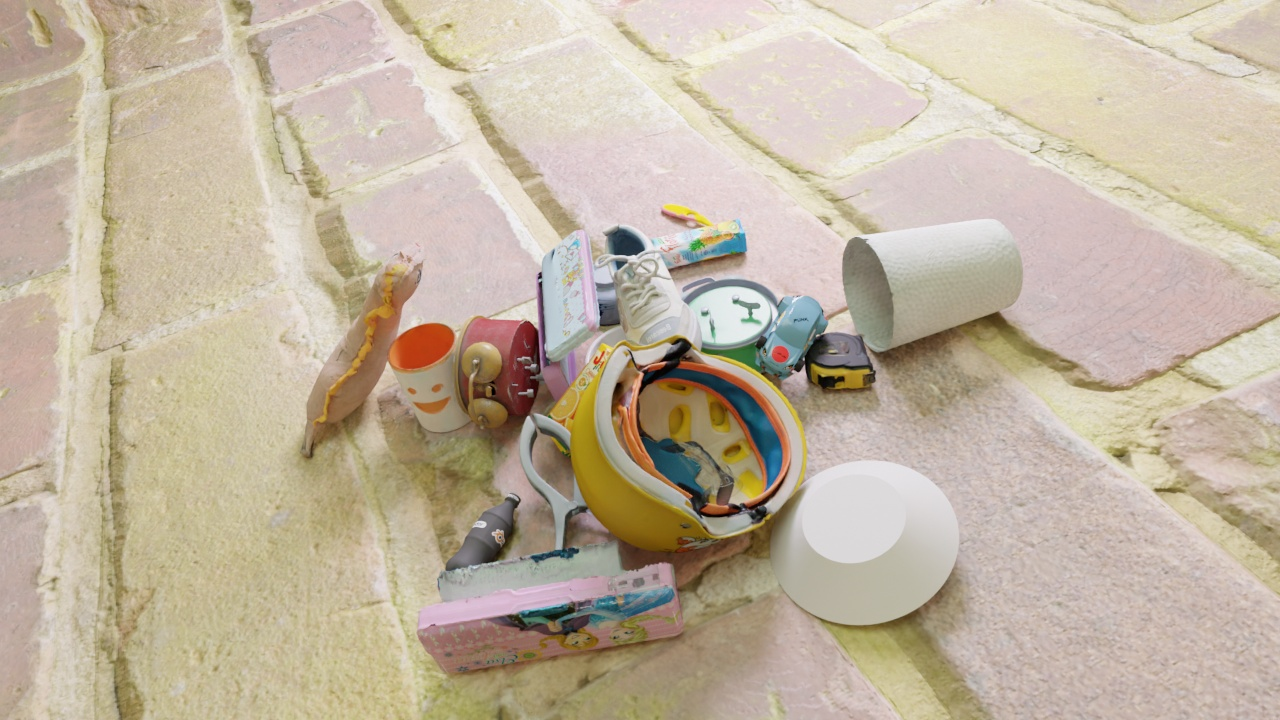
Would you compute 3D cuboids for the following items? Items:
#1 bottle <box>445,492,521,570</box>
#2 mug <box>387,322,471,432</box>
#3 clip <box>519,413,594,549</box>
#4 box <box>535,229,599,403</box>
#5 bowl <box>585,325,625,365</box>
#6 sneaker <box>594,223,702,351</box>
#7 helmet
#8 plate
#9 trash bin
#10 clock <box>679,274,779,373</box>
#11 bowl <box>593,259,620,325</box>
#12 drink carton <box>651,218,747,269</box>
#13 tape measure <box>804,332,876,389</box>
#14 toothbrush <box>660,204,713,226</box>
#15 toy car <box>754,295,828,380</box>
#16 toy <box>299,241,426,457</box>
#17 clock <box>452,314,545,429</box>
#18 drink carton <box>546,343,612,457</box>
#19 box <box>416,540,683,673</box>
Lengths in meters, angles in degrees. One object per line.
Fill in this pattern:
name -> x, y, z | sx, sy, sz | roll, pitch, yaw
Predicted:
bottle -> -0.157, 0.180, 0.934 | 0.036, 0.036, 0.109 | 13, 49, 26
mug -> -0.240, 0.021, 1.076 | 0.082, 0.105, 0.082 | -7, 42, 7
clip -> -0.070, 0.124, 0.944 | 0.090, 0.027, 0.162 | -17, 66, -5
box -> -0.092, -0.055, 1.092 | 0.062, 0.140, 0.213 | 10, 36, -16
bowl -> -0.006, 0.006, 1.079 | 0.110, 0.041, 0.109 | -8, 42, 7
sneaker -> -0.001, -0.078, 1.053 | 0.089, 0.091, 0.242 | -32, 38, 11
helmet -> 0.033, 0.094, 0.894 | 0.239, 0.140, 0.209 | 0, 56, -40
plate -> 0.199, 0.154, 0.845 | 0.174, 0.036, 0.173 | -15, 44, 15
trash bin -> 0.330, -0.092, 1.039 | 0.161, 0.133, 0.133 | -14, 42, -7
clock -> 0.096, -0.051, 1.087 | 0.122, 0.075, 0.161 | -22, 43, -8
bowl -> -0.038, -0.100, 1.198 | 0.114, 0.045, 0.114 | -7, 43, 7
drink carton -> 0.077, -0.154, 1.230 | 0.129, 0.039, 0.044 | -13, 42, 1
tape measure -> 0.220, 0.000, 1.027 | 0.072, 0.042, 0.071 | -11, 46, 7
toothbrush -> 0.078, -0.202, 1.298 | 0.135, 0.016, 0.021 | 28, 61, 36
toy car -> 0.168, -0.031, 1.008 | 0.060, 0.028, 0.107 | 31, 61, 6
toy -> -0.319, -0.014, 1.061 | 0.065, 0.265, 0.195 | 28, 50, -14
clock -> -0.159, 0.014, 1.048 | 0.081, 0.117, 0.158 | 3, 25, 13
drink carton -> -0.047, 0.045, 1.002 | 0.122, 0.041, 0.058 | -52, 45, 10
box -> -0.081, 0.215, 0.842 | 0.230, 0.085, 0.090 | -11, 44, 3
